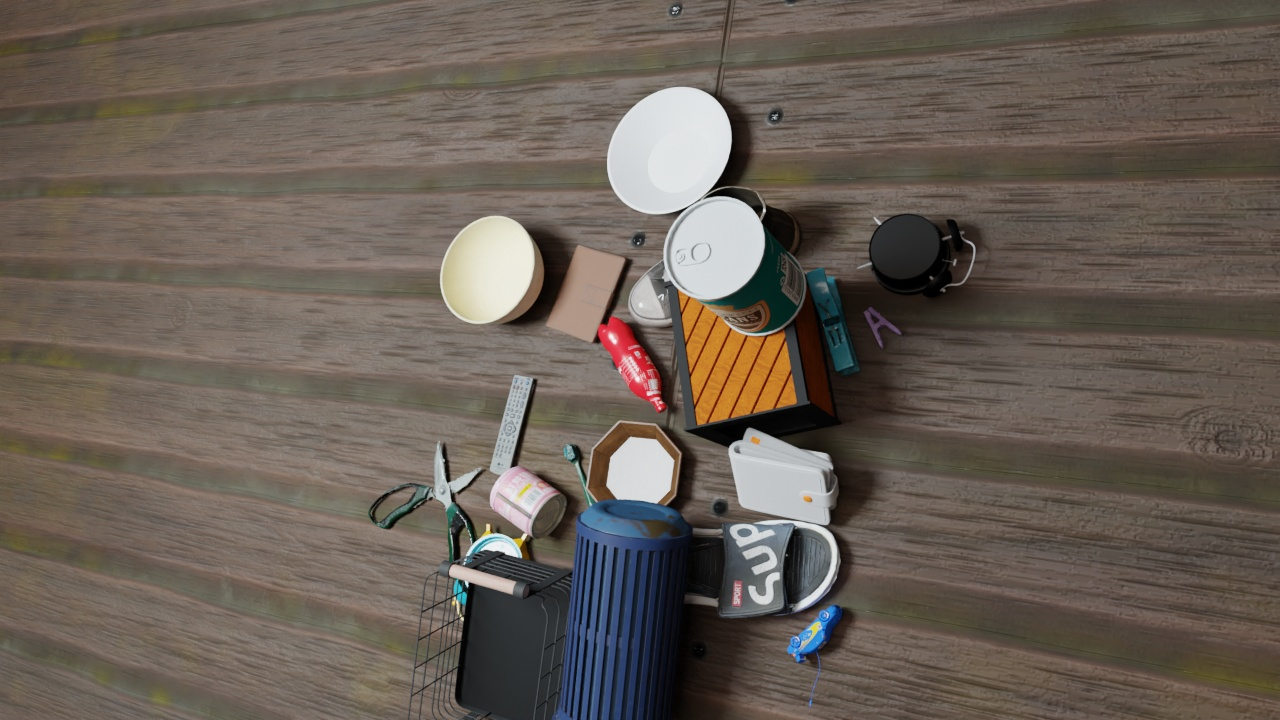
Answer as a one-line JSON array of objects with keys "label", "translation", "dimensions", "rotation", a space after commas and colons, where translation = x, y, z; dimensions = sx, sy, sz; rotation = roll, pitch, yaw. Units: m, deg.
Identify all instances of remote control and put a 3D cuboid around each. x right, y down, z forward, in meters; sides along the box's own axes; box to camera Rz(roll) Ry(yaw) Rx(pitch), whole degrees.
[{"label": "remote control", "translation": [-0.172, 0.088, 1.235], "dimensions": [0.033, 0.013, 0.136], "rotation": [9, 82, 28]}]

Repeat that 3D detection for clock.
[{"label": "clock", "translation": [0.313, -0.120, 1.032], "dimensions": [0.121, 0.042, 0.091], "rotation": [18, 86, 28]}, {"label": "clock", "translation": [-0.189, 0.281, 1.181], "dimensions": [0.099, 0.043, 0.129], "rotation": [9, 73, 22]}]

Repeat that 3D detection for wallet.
[{"label": "wallet", "translation": [0.157, 0.124, 1.013], "dimensions": [0.119, 0.115, 0.037], "rotation": [8, 43, 27]}, {"label": "wallet", "translation": [-0.073, -0.090, 1.229], "dimensions": [0.087, 0.013, 0.121], "rotation": [20, 87, 33]}]

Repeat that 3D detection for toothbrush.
[{"label": "toothbrush", "translation": [-0.060, 0.190, 1.155], "dimensions": [0.016, 0.017, 0.189], "rotation": [-30, 67, 16]}]

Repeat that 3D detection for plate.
[{"label": "plate", "translation": [0.043, -0.269, 1.201], "dimensions": [0.174, 0.036, 0.173], "rotation": [-6, 75, 25]}, {"label": "plate", "translation": [-0.005, 0.139, 1.135], "dimensions": [0.131, 0.025, 0.131], "rotation": [-6, 75, 25]}]

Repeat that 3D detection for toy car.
[{"label": "toy car", "translation": [0.197, 0.316, 0.988], "dimensions": [0.092, 0.033, 0.062], "rotation": [-46, 56, 10]}]

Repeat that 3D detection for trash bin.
[{"label": "trash bin", "translation": [0.128, -0.007, 1.040], "dimensions": [0.140, 0.139, 0.171], "rotation": [-14, 72, 22]}, {"label": "trash bin", "translation": [-0.017, 0.287, 1.010], "dimensions": [0.139, 0.139, 0.249], "rotation": [8, 95, 27]}]

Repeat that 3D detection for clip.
[{"label": "clip", "translation": [0.272, -0.039, 1.050], "dimensions": [0.029, 0.013, 0.050], "rotation": [-40, 62, 11]}, {"label": "clip", "translation": [0.228, -0.046, 1.068], "dimensions": [0.030, 0.120, 0.130], "rotation": [-19, 93, 17]}]

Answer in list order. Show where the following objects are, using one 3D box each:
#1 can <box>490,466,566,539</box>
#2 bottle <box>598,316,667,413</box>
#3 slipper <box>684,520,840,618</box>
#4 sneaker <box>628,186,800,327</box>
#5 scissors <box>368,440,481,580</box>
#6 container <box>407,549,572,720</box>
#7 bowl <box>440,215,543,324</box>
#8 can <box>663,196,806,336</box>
[{"label": "can", "translation": [-0.144, 0.180, 1.169], "dimensions": [0.076, 0.067, 0.067], "rotation": [29, 91, 28]}, {"label": "bottle", "translation": [-0.007, 0.007, 1.158], "dimensions": [0.042, 0.042, 0.141], "rotation": [-38, 65, 13]}, {"label": "slipper", "translation": [0.093, 0.235, 1.047], "dimensions": [0.264, 0.063, 0.111], "rotation": [-3, 77, 28]}, {"label": "sneaker", "translation": [0.070, -0.123, 1.109], "dimensions": [0.235, 0.119, 0.095], "rotation": [-24, 68, 22]}, {"label": "scissors", "translation": [-0.295, 0.217, 1.265], "dimensions": [0.206, 0.015, 0.201], "rotation": [-17, 72, 23]}, {"label": "container", "translation": [-0.168, 0.349, 1.072], "dimensions": [0.163, 0.130, 0.241], "rotation": [10, 96, 21]}, {"label": "bowl", "translation": [-0.191, -0.114, 1.257], "dimensions": [0.151, 0.075, 0.150], "rotation": [-7, 75, 25]}, {"label": "can", "translation": [0.097, -0.089, 0.911], "dimensions": [0.099, 0.144, 0.099], "rotation": [-6, 75, 24]}]
